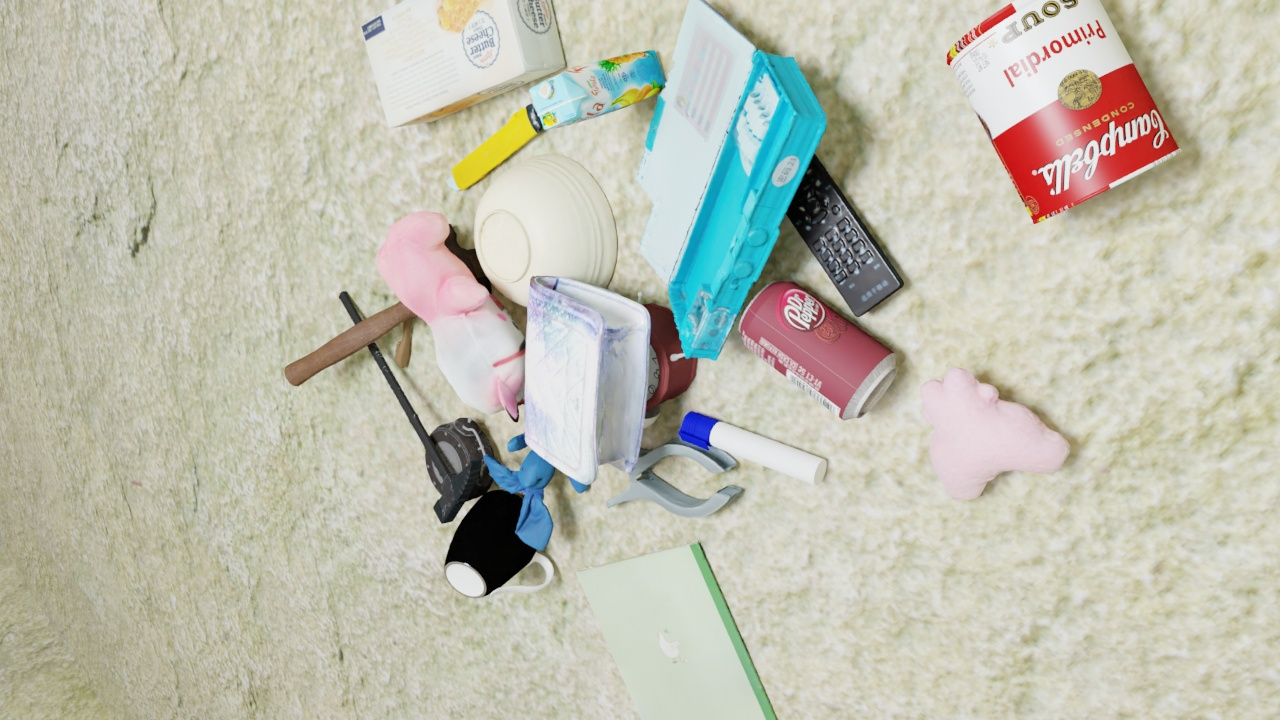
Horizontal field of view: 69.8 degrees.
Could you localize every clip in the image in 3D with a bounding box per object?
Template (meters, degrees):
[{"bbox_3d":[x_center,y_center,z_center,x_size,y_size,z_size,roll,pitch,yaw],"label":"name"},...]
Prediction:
[{"bbox_3d":[0.018,0.093,0.864,0.164,0.027,0.107,-8,100,41],"label":"clip"}]

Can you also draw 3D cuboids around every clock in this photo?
[{"bbox_3d":[-0.005,0.005,0.835,0.096,0.048,0.138,51,129,13],"label":"clock"},{"bbox_3d":[-0.198,0.112,1.036,0.123,0.043,0.091,-31,79,42],"label":"clock"}]

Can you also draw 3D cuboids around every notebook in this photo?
[{"bbox_3d":[0.044,0.315,0.936,0.182,0.010,0.252,-24,90,42],"label":"notebook"}]

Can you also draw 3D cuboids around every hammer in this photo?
[{"bbox_3d":[-0.276,0.031,1.055,0.325,0.015,0.095,53,126,26],"label":"hammer"},{"bbox_3d":[-0.294,-0.038,1.031,0.324,0.033,0.115,-24,90,30],"label":"hammer"}]

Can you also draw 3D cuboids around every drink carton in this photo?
[{"bbox_3d":[-0.031,-0.214,0.722,0.044,0.128,0.038,-9,107,41],"label":"drink carton"}]

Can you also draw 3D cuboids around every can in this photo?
[{"bbox_3d":[0.247,-0.152,0.542,0.087,0.086,0.116,-29,87,42],"label":"can"},{"bbox_3d":[0.135,-0.009,0.704,0.114,0.063,0.063,39,127,22],"label":"can"}]

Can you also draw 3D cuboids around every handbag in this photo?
[{"bbox_3d":[-0.052,0.014,0.803,0.126,0.069,0.159,26,120,45],"label":"handbag"}]

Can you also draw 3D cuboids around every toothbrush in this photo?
[{"bbox_3d":[-0.265,-0.062,1.048,0.016,0.016,0.167,39,128,31],"label":"toothbrush"}]

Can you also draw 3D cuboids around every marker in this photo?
[{"bbox_3d":[0.095,0.076,0.793,0.133,0.027,0.023,19,153,34],"label":"marker"}]

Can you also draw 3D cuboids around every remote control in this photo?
[{"bbox_3d":[0.142,-0.107,0.692,0.047,0.022,0.150,-40,78,42],"label":"remote control"}]

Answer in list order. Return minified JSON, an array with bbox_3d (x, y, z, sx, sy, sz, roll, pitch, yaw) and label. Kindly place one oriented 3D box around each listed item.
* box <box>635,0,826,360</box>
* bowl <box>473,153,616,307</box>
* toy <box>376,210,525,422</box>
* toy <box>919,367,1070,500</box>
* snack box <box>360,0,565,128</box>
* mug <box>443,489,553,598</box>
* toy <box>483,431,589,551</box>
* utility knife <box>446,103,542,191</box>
[{"bbox_3d":[0.057,-0.139,0.718,0.228,0.056,0.185,111,146,-42],"label":"box"},{"bbox_3d":[-0.102,-0.112,0.856,0.151,0.075,0.151,16,116,35],"label":"bowl"},{"bbox_3d":[-0.171,-0.037,0.877,0.213,0.084,0.142,58,168,-7],"label":"toy"},{"bbox_3d":[0.236,0.048,0.647,0.096,0.052,0.099,55,136,0],"label":"toy"},{"bbox_3d":[-0.169,-0.294,0.856,0.208,0.057,0.104,-6,102,41],"label":"snack box"},{"bbox_3d":[-0.151,0.214,0.992,0.119,0.100,0.085,41,129,-4],"label":"mug"},{"bbox_3d":[-0.103,0.094,0.931,0.113,0.070,0.177,33,116,13],"label":"toy"},{"bbox_3d":[-0.147,-0.204,0.898,0.163,0.017,0.030,-22,86,42],"label":"utility knife"}]
